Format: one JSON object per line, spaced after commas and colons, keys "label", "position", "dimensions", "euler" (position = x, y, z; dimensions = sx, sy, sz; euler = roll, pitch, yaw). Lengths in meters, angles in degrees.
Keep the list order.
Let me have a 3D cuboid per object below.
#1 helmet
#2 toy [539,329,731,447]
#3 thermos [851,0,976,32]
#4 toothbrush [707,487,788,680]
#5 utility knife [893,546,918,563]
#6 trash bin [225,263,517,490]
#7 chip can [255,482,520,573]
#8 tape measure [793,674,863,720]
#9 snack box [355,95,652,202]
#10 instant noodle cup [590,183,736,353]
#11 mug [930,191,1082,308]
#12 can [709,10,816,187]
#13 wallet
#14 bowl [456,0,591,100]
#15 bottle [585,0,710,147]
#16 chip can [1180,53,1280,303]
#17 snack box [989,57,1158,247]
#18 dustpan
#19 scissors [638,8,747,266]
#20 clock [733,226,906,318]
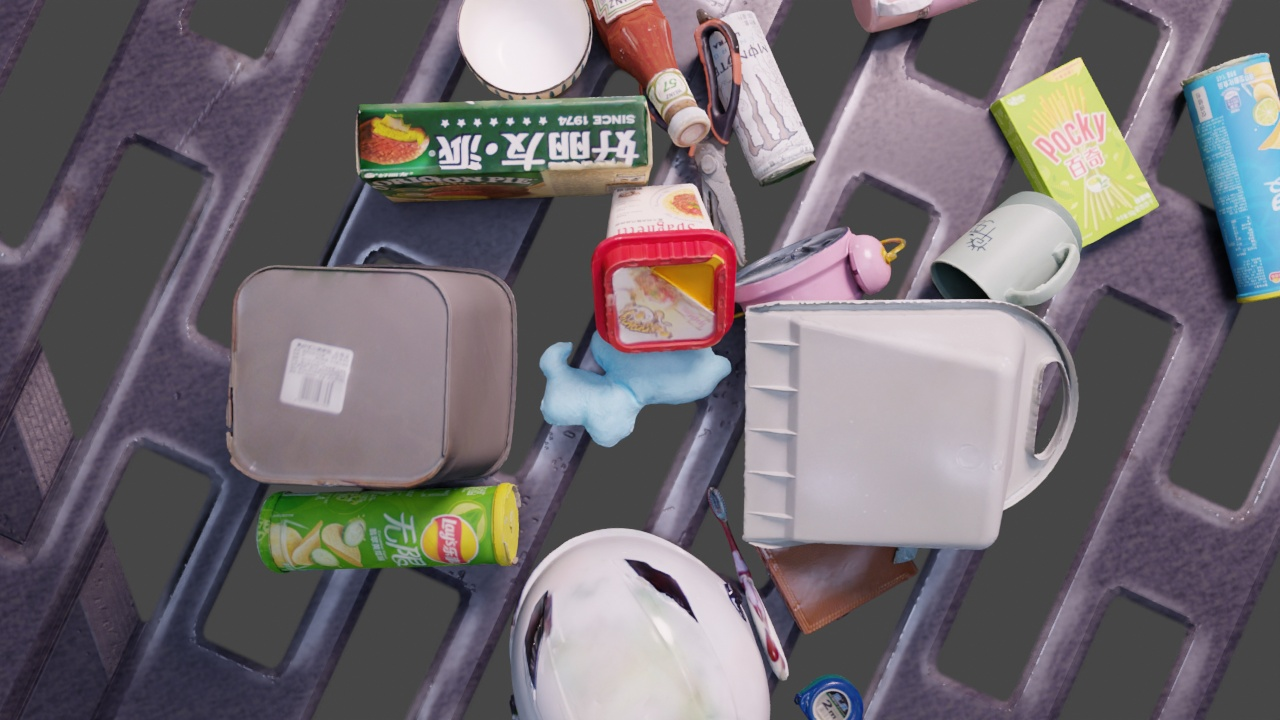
{"label": "helmet", "position": [-0.004, 0.277, 0.770], "dimensions": [0.229, 0.146, 0.258], "euler": [-23, 89, -2]}
{"label": "toy", "position": [-0.005, 0.005, 0.822], "dimensions": [0.161, 0.050, 0.156], "euler": [23, 84, 5]}
{"label": "thermos", "position": [0.292, -0.349, 0.816], "dimensions": [0.198, 0.087, 0.067], "euler": [-19, 123, -3]}
{"label": "toothbrush", "position": [0.098, 0.204, 0.837], "dimensions": [0.016, 0.017, 0.187], "euler": [-21, 89, -1]}
{"label": "utility knife", "position": [0.266, 0.082, 0.835], "dimensions": [0.033, 0.015, 0.218], "euler": [20, 83, -4]}
{"label": "trash bin", "position": [-0.211, 0.012, 0.736], "dimensions": [0.198, 0.220, 0.199], "euler": [2, 90, -1]}
{"label": "chip can", "position": [-0.218, 0.146, 0.799], "dimensions": [0.221, 0.072, 0.072], "euler": [-2, 89, 4]}
{"label": "tape measure", "position": [0.174, 0.314, 0.832], "dimensions": [0.054, 0.025, 0.058], "euler": [-35, 94, -3]}
{"label": "snack box", "position": [-0.111, -0.179, 0.792], "dimensions": [0.240, 0.114, 0.063], "euler": [-2, 90, 0]}
{"label": "instant noodle cup", "position": [0.017, -0.084, 0.779], "dimensions": [0.116, 0.124, 0.117], "euler": [-4, 133, -1]}
{"label": "mug", "position": [0.330, -0.086, 0.799], "dimensions": [0.106, 0.112, 0.082], "euler": [-39, 117, -4]}
{"label": "can", "position": [0.104, -0.234, 0.823], "dimensions": [0.058, 0.058, 0.146], "euler": [-23, 89, -1]}
{"label": "wallet", "position": [0.177, 0.178, 0.833], "dimensions": [0.124, 0.032, 0.101], "euler": [-28, 93, -1]}
{"label": "bowl", "position": [-0.100, -0.284, 0.817], "dimensions": [0.116, 0.066, 0.116], "euler": [0, 88, -2]}
{"label": "bottle", "position": [0.003, -0.269, 0.787], "dimensions": [0.060, 0.060, 0.206], "euler": [-24, 66, -1]}
{"label": "chip can", "position": [0.550, -0.161, 0.823], "dimensions": [0.071, 0.071, 0.210], "euler": [-14, 89, -1]}
{"label": "snack box", "position": [0.398, -0.188, 0.843], "dimensions": [0.086, 0.026, 0.156], "euler": [-27, 89, -2]}
{"label": "dustpan", "position": [0.233, 0.050, 0.782], "dimensions": [0.258, 0.142, 0.223], "euler": [6, 111, 22]}
{"label": "scissors", "position": [0.053, -0.195, 0.823], "dimensions": [0.213, 0.015, 0.198], "euler": [41, 123, 19]}
{"label": "clock", "position": [0.154, -0.073, 0.795], "dimensions": [0.158, 0.117, 0.060], "euler": [-27, 100, 1]}
